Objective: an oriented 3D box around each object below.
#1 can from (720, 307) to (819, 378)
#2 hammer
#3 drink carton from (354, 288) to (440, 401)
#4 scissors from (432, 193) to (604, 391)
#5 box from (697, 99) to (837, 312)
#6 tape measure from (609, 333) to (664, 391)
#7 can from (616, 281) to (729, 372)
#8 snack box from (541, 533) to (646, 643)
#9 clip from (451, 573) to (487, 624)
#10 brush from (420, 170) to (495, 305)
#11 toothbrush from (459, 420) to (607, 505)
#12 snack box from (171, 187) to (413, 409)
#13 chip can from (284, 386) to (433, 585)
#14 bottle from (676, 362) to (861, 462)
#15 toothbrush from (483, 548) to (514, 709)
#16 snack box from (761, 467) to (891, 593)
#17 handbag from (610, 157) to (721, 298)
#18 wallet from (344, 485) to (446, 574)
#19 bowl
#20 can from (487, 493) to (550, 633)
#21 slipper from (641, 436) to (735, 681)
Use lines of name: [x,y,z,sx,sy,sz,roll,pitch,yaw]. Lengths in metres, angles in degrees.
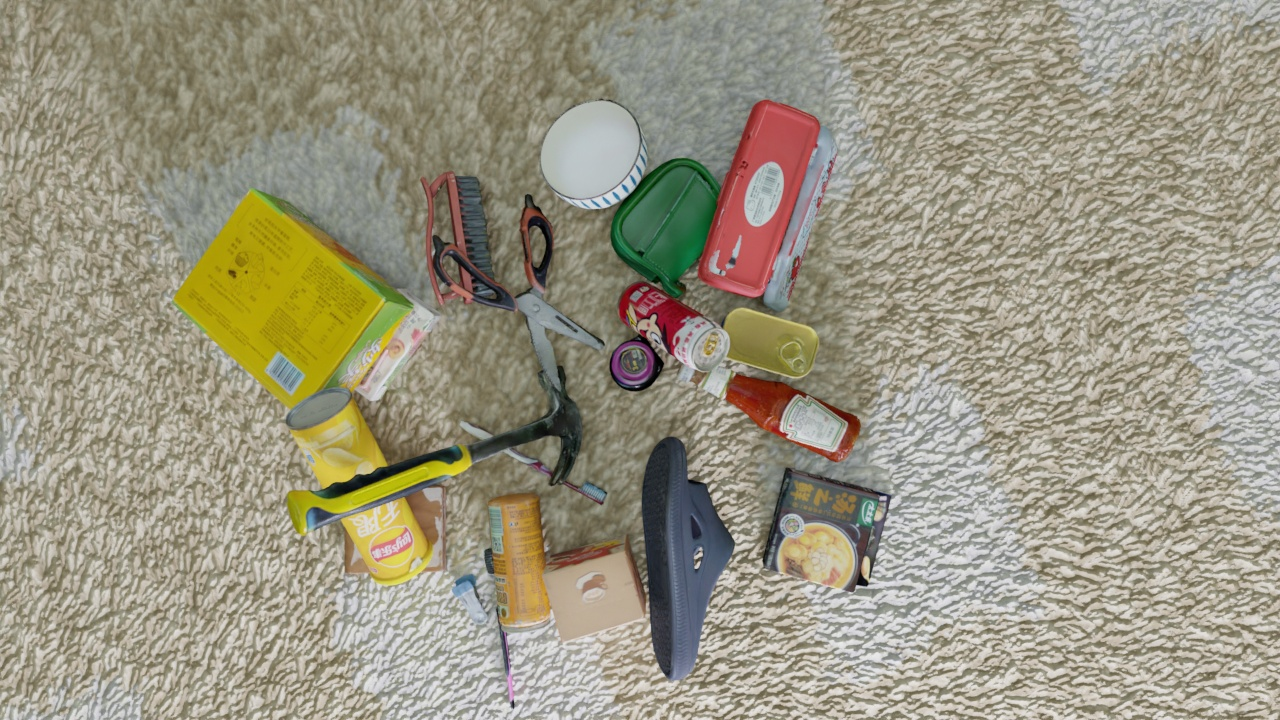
can: [0.134,-0.020,0.996,0.102,0.083,0.057,16,92,0]
hammer: [-0.196,0.107,0.943,0.322,0.032,0.126,-19,93,-35]
drink carton: [-0.281,-0.017,1.021,0.053,0.045,0.122,37,92,0]
scissors: [-0.129,-0.073,0.994,0.188,0.015,0.225,-5,86,-31]
box: [0.148,-0.159,0.973,0.154,0.074,0.201,17,93,-37]
tape measure: [-0.006,0.006,1.021,0.058,0.039,0.057,-37,81,-5]
can: [0.033,-0.037,0.971,0.053,0.133,0.053,-20,126,-30]
snack box: [-0.049,0.245,1.000,0.093,0.094,0.077,-17,91,1]
clip: [-0.192,0.274,1.041,0.027,0.043,0.058,-23,99,-2]
brush: [-0.203,-0.135,1.008,0.069,0.063,0.146,-8,90,-13]
toothbrush: [-0.121,0.112,1.037,0.187,0.016,0.017,29,84,0]
snack box: [-0.372,-0.061,0.985,0.210,0.070,0.158,38,94,14]
chip can: [-0.289,0.133,0.952,0.072,0.072,0.213,-18,118,1]
bottle: [0.139,0.047,1.010,0.206,0.060,0.060,25,91,0]
toothbrush: [-0.159,0.305,1.044,0.018,0.014,0.189,-6,92,11]
snack box: [0.209,0.189,1.021,0.126,0.053,0.113,14,92,6]
handbag: [0.037,-0.148,1.008,0.120,0.068,0.131,43,90,-9]
wallet: [-0.278,0.191,1.041,0.115,0.020,0.101,-1,93,-2]
bowl: [-0.044,-0.215,0.994,0.117,0.066,0.116,-5,74,18]
can: [-0.134,0.223,1.019,0.058,0.058,0.146,-5,91,1]
slipper: [0.053,0.212,1.003,0.083,0.111,0.268,-3,97,-16]
